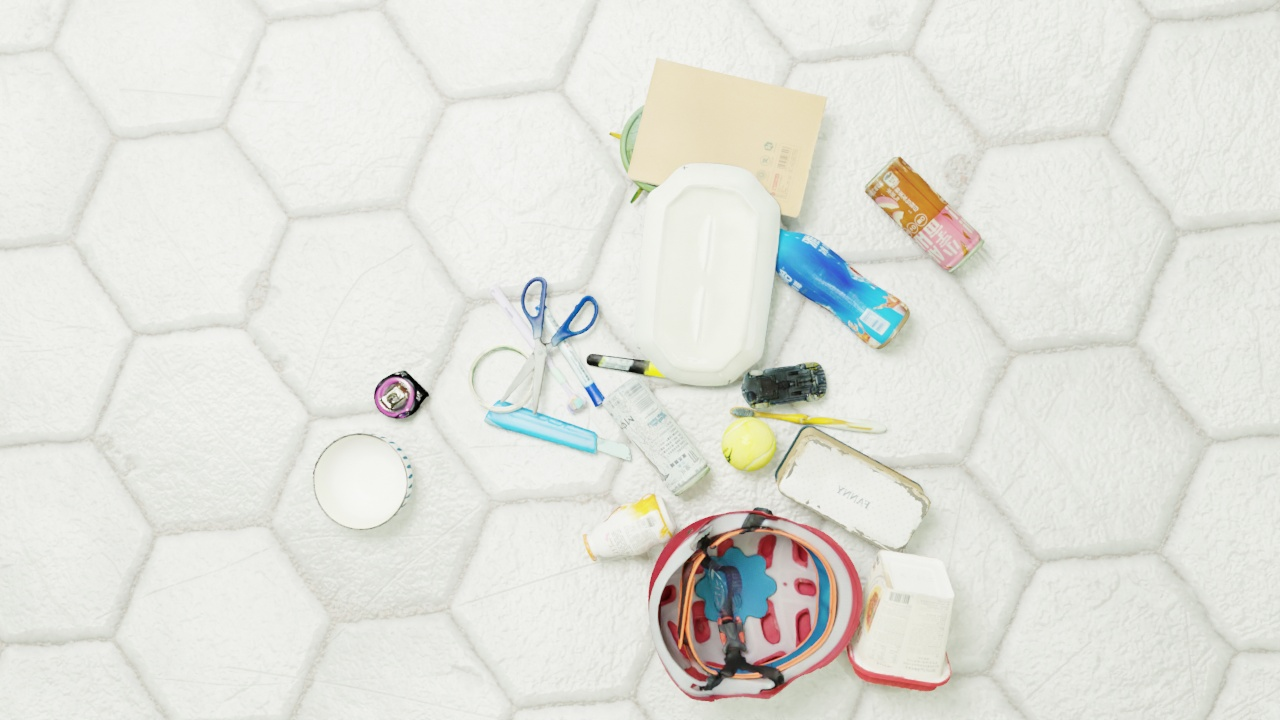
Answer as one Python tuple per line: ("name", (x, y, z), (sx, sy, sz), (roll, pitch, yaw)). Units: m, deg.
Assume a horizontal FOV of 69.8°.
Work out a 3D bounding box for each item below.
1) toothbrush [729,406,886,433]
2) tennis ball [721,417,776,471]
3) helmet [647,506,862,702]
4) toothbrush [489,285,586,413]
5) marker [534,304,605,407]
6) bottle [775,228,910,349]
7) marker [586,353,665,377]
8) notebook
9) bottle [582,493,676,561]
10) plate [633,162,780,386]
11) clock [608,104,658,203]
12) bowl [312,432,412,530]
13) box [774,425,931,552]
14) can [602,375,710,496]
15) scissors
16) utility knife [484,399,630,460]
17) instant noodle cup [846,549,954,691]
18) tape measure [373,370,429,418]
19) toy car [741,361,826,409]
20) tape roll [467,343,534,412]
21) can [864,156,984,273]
("toothbrush", (0.204, 0.072, 1.119), (0.191, 0.018, 0.016), (6, 91, 4))
("tennis ball", (0.129, 0.101, 1.100), (0.065, 0.065, 0.065), (0, 89, 3))
("helmet", (0.118, 0.271, 1.063), (0.240, 0.144, 0.207), (-4, 89, -11))
("toothbrush", (-0.131, -0.016, 1.138), (0.029, 0.021, 0.189), (-38, 85, 21))
("marker", (-0.088, -0.007, 1.138), (0.017, 0.017, 0.146), (-33, 88, 2))
("bottle", (0.217, -0.100, 1.099), (0.218, 0.065, 0.065), (37, 91, 4))
("marker", (-0.007, 0.007, 1.135), (0.124, 0.015, 0.018), (8, 98, 6))
("notebook", (0.102, -0.262, 1.079), (0.208, 0.008, 0.148), (14, 90, 3))
("bottle", (-0.014, 0.205, 1.107), (0.108, 0.063, 0.063), (-24, 88, 2))
("plate", (0.076, -0.097, 1.077), (0.162, 0.034, 0.266), (8, 102, 5))
("clock", (0.050, -0.259, 1.114), (0.161, 0.056, 0.116), (-17, 89, 3))
("bowl", (-0.333, 0.145, 1.124), (0.116, 0.066, 0.116), (0, 90, 3))
("box", (0.244, 0.151, 1.090), (0.184, 0.061, 0.090), (31, 100, 4))
("can", (0.019, 0.090, 1.109), (0.058, 0.058, 0.146), (-38, 88, 2))
("scissors", (-0.112, -0.022, 1.122), (0.160, 0.012, 0.163), (-16, 87, -5))
("utility knife", (-0.100, 0.089, 1.135), (0.188, 0.018, 0.034), (17, 83, 4))
("instant noodle cup", (0.301, 0.293, 1.048), (0.116, 0.116, 0.124), (9, 114, 3))
("tape measure", (-0.300, 0.044, 1.137), (0.058, 0.039, 0.057), (-44, 87, 2))
("toy car", (0.173, 0.031, 1.114), (0.105, 0.031, 0.049), (-8, 85, -5))
("tape roll", (-0.170, 0.022, 1.133), (0.086, 0.014, 0.085), (0, 76, 1))
("can", (0.338, -0.174, 1.096), (0.058, 0.058, 0.147), (-45, 87, 1))
